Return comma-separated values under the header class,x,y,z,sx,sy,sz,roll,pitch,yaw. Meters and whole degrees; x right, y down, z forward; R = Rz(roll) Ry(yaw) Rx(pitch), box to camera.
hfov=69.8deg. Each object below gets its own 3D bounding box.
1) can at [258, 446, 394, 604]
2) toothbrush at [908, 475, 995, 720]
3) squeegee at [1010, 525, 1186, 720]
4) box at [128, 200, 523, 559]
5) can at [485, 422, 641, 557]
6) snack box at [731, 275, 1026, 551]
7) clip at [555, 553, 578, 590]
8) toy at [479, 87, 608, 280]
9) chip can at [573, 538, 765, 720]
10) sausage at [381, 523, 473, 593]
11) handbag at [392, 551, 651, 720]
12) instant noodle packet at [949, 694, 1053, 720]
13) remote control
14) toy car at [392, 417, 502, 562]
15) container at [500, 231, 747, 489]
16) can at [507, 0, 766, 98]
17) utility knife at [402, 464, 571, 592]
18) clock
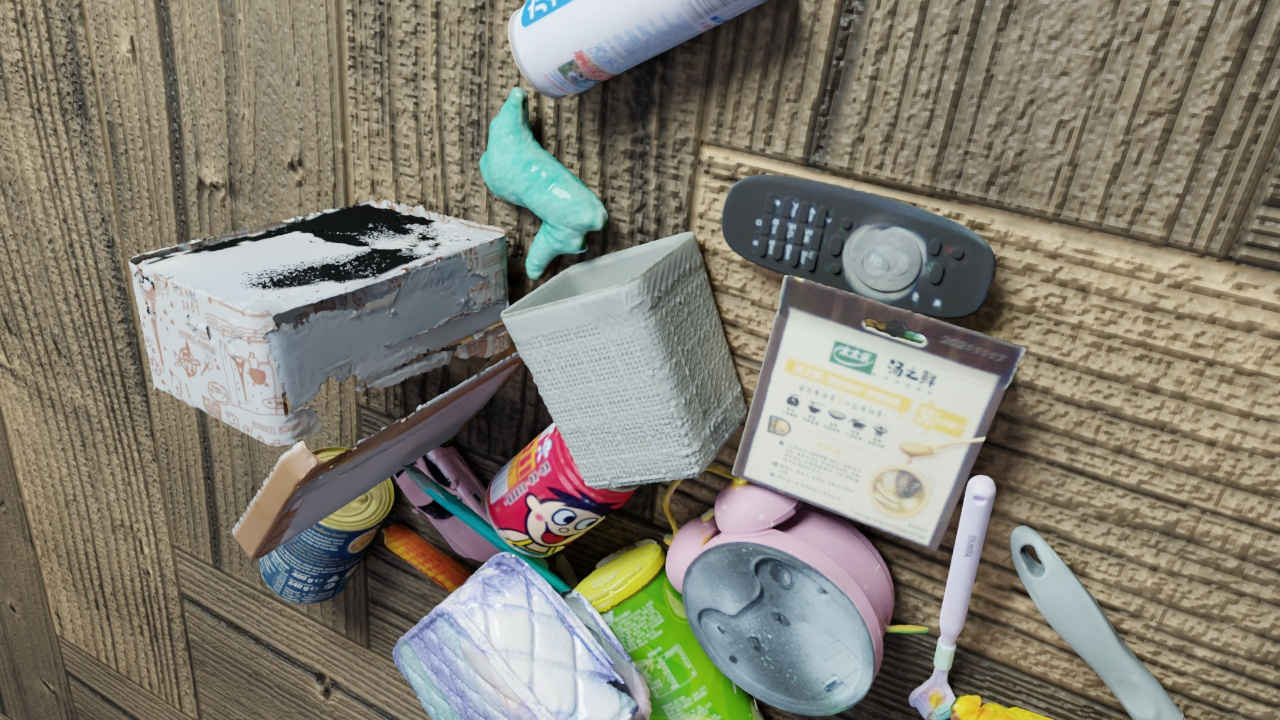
class,x,y,z,sx,sy,sz,roll,pitch,yaw
can,-0.245,0.130,0.710,0.075,0.075,0.111,41,126,8
toothbrush,0.166,0.131,0.486,0.029,0.021,0.189,10,129,19
squeegee,0.271,0.186,0.464,0.246,0.039,0.247,50,126,2
box,-0.167,0.016,0.549,0.153,0.181,0.178,20,121,32
can,-0.046,0.076,0.577,0.066,0.066,0.094,50,126,1
snack box,0.116,0.021,0.464,0.113,0.053,0.126,20,119,14
clip,-0.075,0.189,0.659,0.084,0.034,0.105,7,109,29
toy,-0.059,-0.095,0.532,0.092,0.030,0.097,42,131,10
chip can,0.038,0.227,0.595,0.073,0.072,0.221,-28,96,35
sausage,-0.133,0.171,0.697,0.165,0.021,0.021,31,123,15
handbag,-0.080,0.200,0.583,0.134,0.075,0.194,50,145,3
instant noodle packet,0.234,0.237,0.477,0.129,0.044,0.111,-2,118,51
remote control,0.106,-0.059,0.456,0.136,0.024,0.053,20,122,20
toy car,-0.141,0.094,0.659,0.056,0.037,0.122,-35,93,37
container,-0.003,0.003,0.509,0.090,0.090,0.114,-11,109,33
can,0.001,-0.175,0.446,0.135,0.053,0.053,-15,103,34
utility knife,-0.074,0.131,0.607,0.207,0.013,0.029,43,169,-22
clock,0.075,0.125,0.531,0.158,0.059,0.117,43,133,7
